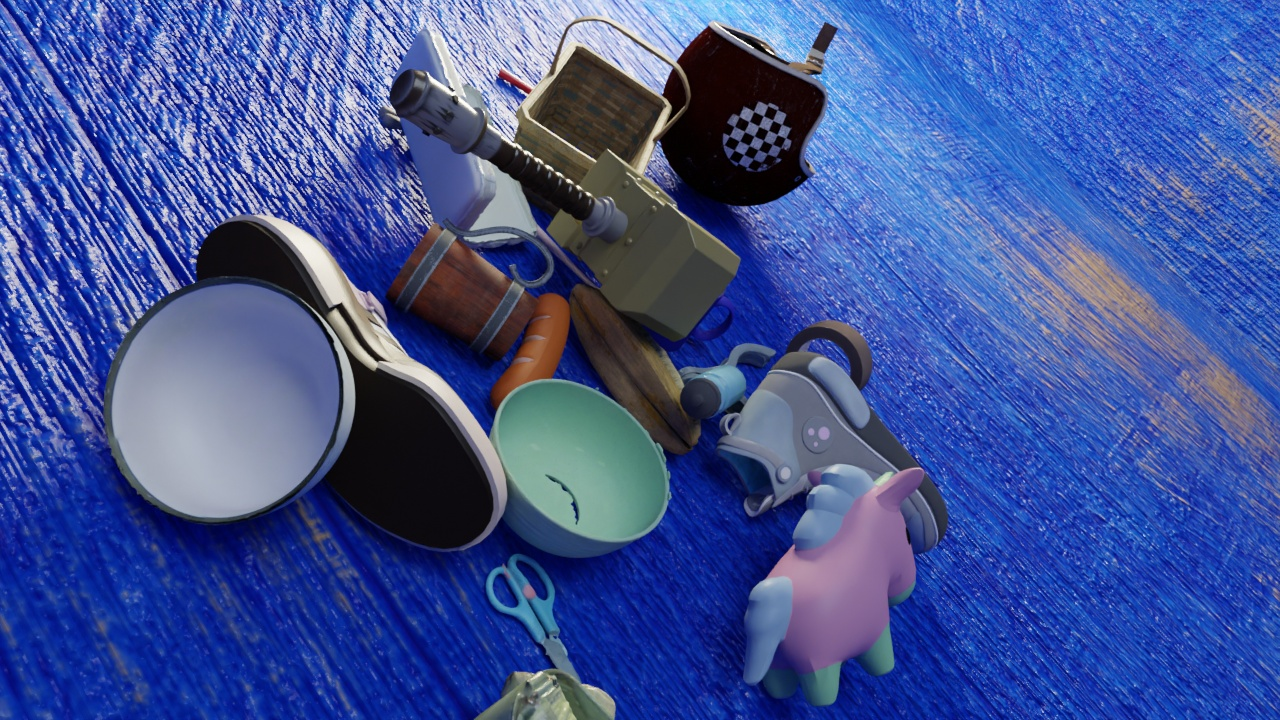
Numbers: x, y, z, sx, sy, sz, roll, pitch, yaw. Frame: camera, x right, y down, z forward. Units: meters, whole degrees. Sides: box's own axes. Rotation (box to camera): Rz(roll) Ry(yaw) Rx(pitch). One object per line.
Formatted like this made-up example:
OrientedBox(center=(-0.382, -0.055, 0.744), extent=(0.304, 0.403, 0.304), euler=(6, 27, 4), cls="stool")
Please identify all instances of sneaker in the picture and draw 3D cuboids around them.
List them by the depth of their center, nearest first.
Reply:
OrientedBox(center=(-0.198, 0.015, 0.686), extent=(0.294, 0.112, 0.116), euler=(44, 16, 9), cls="sneaker")
OrientedBox(center=(0.184, 0.127, 0.898), extent=(0.160, 0.093, 0.256), euler=(-43, 102, -25), cls="sneaker")

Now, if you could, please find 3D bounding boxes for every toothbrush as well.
OrientedBox(center=(-0.094, -0.118, 0.970), extent=(0.181, 0.016, 0.018), euler=(46, 43, 9), cls="toothbrush")

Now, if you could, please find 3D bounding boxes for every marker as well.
OrientedBox(center=(-0.119, -0.334, 1.184), extent=(0.142, 0.013, 0.012), euler=(29, 37, -13), cls="marker")

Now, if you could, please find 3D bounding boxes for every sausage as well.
OrientedBox(center=(-0.094, -0.007, 0.830), extent=(0.044, 0.039, 0.163), euler=(33, 36, -13), cls="sausage")

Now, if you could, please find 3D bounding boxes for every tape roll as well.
OrientedBox(center=(0.211, 0.003, 1.032), extent=(0.093, 0.094, 0.030), euler=(48, 37, 13), cls="tape roll")

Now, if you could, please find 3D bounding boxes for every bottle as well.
OrientedBox(center=(0.068, 0.030, 0.856), extent=(0.040, 0.040, 0.129), euler=(45, 16, 9), cls="bottle")

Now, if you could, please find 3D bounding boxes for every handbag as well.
OrientedBox(center=(-0.039, 0.271, 0.533), extent=(0.186, 0.113, 0.116), euler=(54, 25, 15), cls="handbag")

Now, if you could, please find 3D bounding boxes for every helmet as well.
OrientedBox(center=(0.145, -0.332, 1.203), extent=(0.233, 0.254, 0.233), euler=(16, 27, -24), cls="helmet")

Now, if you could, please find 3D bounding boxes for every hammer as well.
OrientedBox(center=(-0.076, -0.151, 0.799), extent=(0.324, 0.101, 0.190), euler=(27, 16, -45), cls="hammer")

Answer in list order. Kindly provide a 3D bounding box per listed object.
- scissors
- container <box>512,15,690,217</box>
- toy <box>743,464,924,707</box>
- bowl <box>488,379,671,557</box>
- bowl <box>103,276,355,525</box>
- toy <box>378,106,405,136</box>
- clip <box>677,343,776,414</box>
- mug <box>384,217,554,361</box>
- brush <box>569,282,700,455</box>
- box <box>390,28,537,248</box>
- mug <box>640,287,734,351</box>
OrientedBox(center=(-0.065, 0.199, 0.658), extent=(0.055, 0.015, 0.136), euler=(-10, 55, -48), cls="scissors")
OrientedBox(center=(-0.044, -0.285, 1.046), extent=(0.157, 0.187, 0.249), euler=(31, 37, -10), cls="container")
OrientedBox(center=(0.154, 0.177, 0.754), extent=(0.221, 0.120, 0.171), euler=(-8, 89, -42), cls="toy")
OrientedBox(center=(-0.059, 0.094, 0.719), extent=(0.151, 0.077, 0.150), euler=(23, 39, -20), cls="bowl")
OrientedBox(center=(-0.253, 0.027, 0.593), extent=(0.153, 0.153, 0.073), euler=(44, -2, 8), cls="bowl")
OrientedBox(center=(-0.225, -0.248, 0.985), extent=(0.111, 0.030, 0.049), euler=(8, 36, -35), cls="toy")
OrientedBox(center=(0.117, 0.021, 0.993), extent=(0.169, 0.031, 0.164), euler=(32, 35, -11), cls="clip")
OrientedBox(center=(-0.143, -0.071, 0.802), extent=(0.111, 0.117, 0.081), euler=(34, 0, -12), cls="mug")
OrientedBox(center=(-0.005, 0.005, 0.875), extent=(0.195, 0.059, 0.043), euler=(55, 28, 14), cls="brush")
OrientedBox(center=(-0.172, -0.224, 0.910), extent=(0.129, 0.106, 0.210), euler=(-14, 70, -36), cls="box")
OrientedBox(center=(0.048, -0.060, 0.970), extent=(0.111, 0.084, 0.079), euler=(24, 39, -19), cls="mug")
